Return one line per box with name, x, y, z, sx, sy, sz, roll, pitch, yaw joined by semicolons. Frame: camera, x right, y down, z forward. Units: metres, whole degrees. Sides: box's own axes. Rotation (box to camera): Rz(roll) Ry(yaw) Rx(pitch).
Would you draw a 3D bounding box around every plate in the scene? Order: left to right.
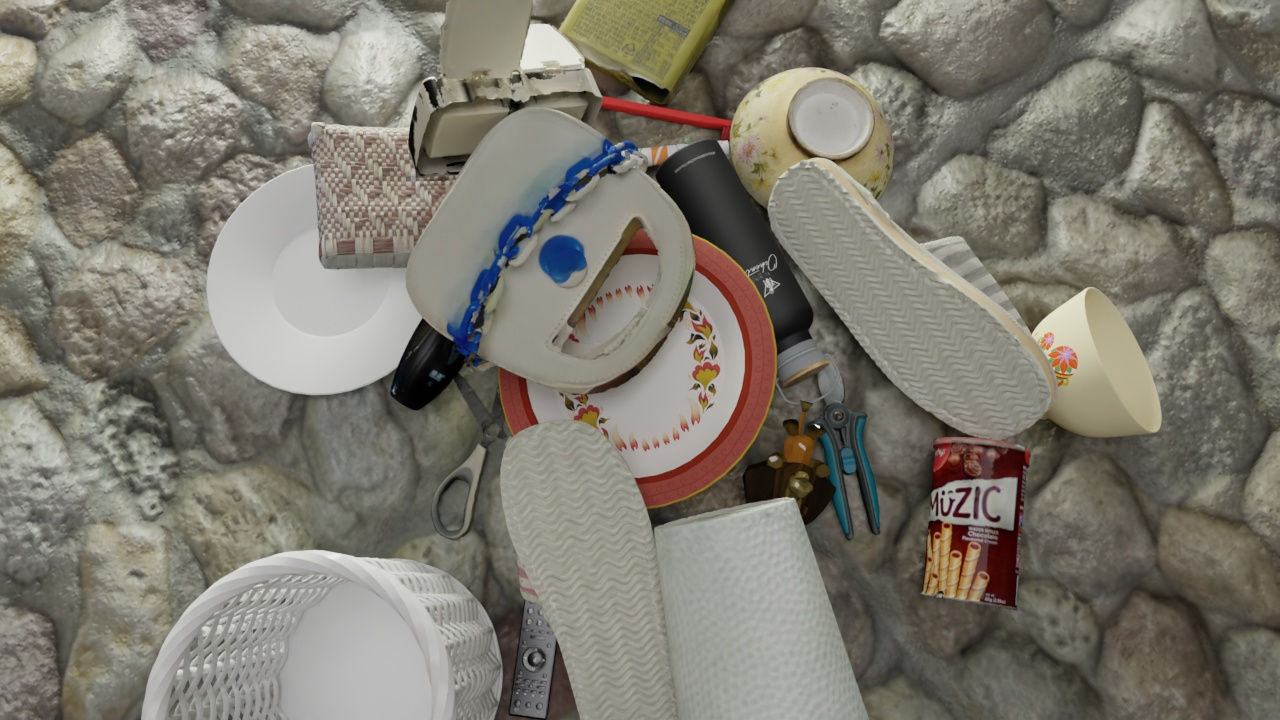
plate;-0.268;-0.072;0.791;0.208;0.015;0.208;-1;78;2
plate;-0.004;0.005;0.739;0.230;0.021;0.229;-3;80;15

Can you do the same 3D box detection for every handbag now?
handbag;-0.178;-0.138;0.771;0.185;0.047;0.124;-4;75;-19
handbag;-0.057;-0.072;0.680;0.199;0.093;0.201;31;98;-13

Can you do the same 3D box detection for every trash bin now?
trash bin;0.077;0.188;0.653;0.133;0.133;0.161;-13;83;-1

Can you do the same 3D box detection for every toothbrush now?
toothbrush;0.002;-0.218;0.815;0.212;0.012;0.018;12;78;5

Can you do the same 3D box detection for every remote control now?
remote control;-0.079;0.209;0.725;0.030;0.009;0.140;6;78;4

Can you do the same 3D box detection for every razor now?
razor;-0.151;-0.020;0.749;0.064;0.053;0.140;26;82;48

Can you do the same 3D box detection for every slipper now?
slipper;-0.037;0.171;0.700;0.115;0.052;0.263;-17;94;1
slipper;0.209;-0.053;0.721;0.272;0.115;0.053;46;41;13

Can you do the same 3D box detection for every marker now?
marker;0.005;-0.178;0.804;0.145;0.017;0.017;-6;77;1

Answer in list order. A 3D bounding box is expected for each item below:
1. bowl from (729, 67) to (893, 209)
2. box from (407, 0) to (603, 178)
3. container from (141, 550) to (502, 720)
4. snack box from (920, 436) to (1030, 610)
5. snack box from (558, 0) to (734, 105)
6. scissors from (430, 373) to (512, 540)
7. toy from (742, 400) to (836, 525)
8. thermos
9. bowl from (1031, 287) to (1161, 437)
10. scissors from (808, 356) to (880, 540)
bowl;0.151;-0.190;0.770;0.145;0.063;0.145;1;81;-3
box;-0.105;-0.236;0.703;0.143;0.184;0.099;-13;72;-28
container;-0.202;0.229;0.635;0.189;0.187;0.189;0;77;2
snack box;0.255;0.124;0.700;0.072;0.072;0.121;9;79;4
snack box;0.017;-0.327;0.823;0.121;0.045;0.180;29;83;6
scissors;-0.118;0.076;0.755;0.157;0.012;0.170;29;79;8
toy;0.120;0.082;0.716;0.076;0.062;0.100;12;96;-13
thermos;0.091;-0.069;0.754;0.061;0.061;0.231;-26;78;-4
bowl;0.339;0.012;0.715;0.074;0.117;0.118;-28;74;39
scissors;0.158;0.071;0.742;0.136;0.019;0.139;40;83;9
